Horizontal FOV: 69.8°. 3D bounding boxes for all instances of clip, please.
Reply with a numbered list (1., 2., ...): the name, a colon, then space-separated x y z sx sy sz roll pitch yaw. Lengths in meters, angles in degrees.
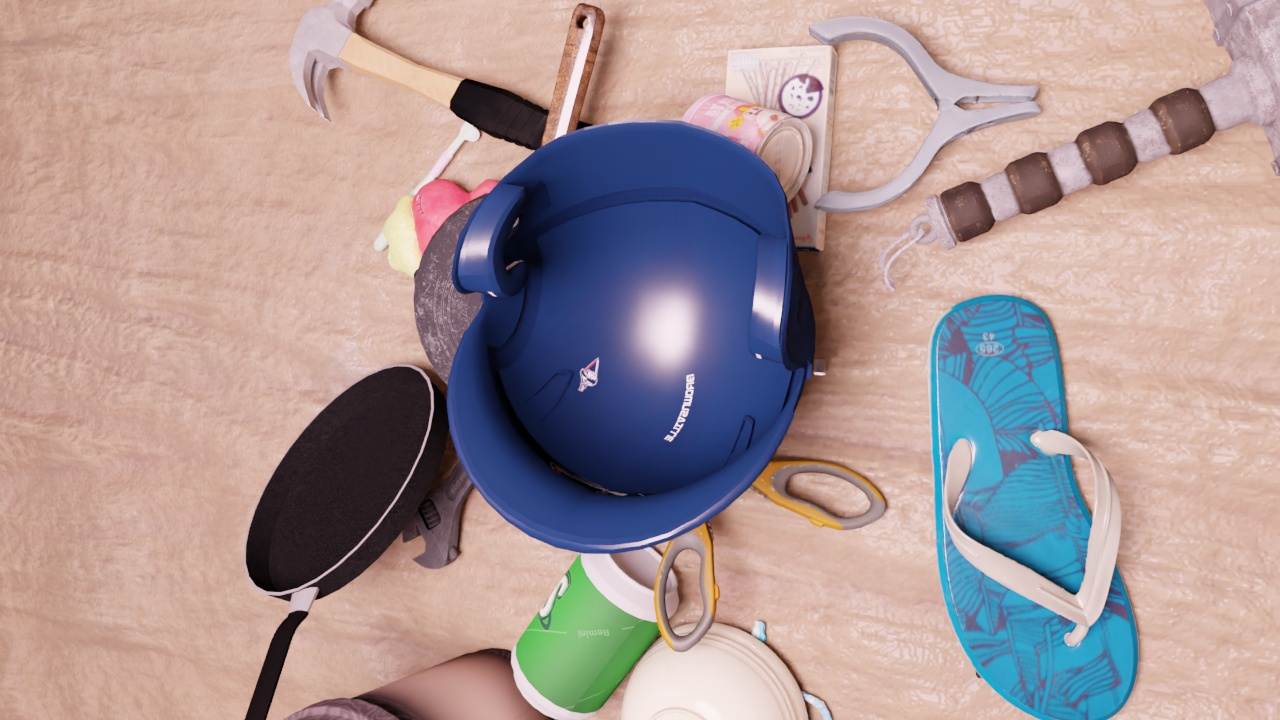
1. clip: 0.170 -0.180 0.646 0.165 0.032 0.165 -45 83 12

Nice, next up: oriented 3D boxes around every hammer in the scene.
1. hammer: -0.169 -0.235 0.802 0.328 0.039 0.131 26 86 18
2. hammer: 0.301 -0.135 0.576 0.327 0.079 0.177 -22 82 24

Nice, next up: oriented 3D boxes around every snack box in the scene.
1. snack box: 0.102 -0.159 0.696 0.082 0.026 0.150 4 93 24

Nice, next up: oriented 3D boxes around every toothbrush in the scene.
1. toothbrush: -0.199 -0.157 0.841 0.155 0.015 0.022 -46 71 20
2. toothbrush: 0.119 0.004 0.610 0.010 0.181 0.010 1 90 11

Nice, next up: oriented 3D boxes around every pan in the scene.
1. pan: -0.085 -0.110 0.742 0.208 0.040 0.357 19 110 13
2. pan: -0.258 0.151 0.751 0.226 0.034 0.355 -24 41 27

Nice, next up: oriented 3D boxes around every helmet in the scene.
1. helmet: -0.004 0.004 0.618 0.232 0.223 0.271 14 58 16

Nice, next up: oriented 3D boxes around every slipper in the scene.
1. slipper: 0.253 0.100 0.608 0.118 0.060 0.294 -10 86 15

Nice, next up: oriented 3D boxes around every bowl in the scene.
1. bowl: 0.046 0.284 0.698 0.151 0.075 0.151 1 93 25

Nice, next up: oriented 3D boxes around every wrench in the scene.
1. wrench: -0.144 0.088 0.792 0.073 0.018 0.274 46 122 17

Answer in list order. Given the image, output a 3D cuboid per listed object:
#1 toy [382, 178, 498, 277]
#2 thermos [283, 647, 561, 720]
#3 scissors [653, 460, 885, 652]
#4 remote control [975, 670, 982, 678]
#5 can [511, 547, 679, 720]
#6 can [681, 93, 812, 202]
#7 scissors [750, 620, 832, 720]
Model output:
1. toy: -0.170 -0.116 0.812 0.135 0.045 0.091 -11 91 23
2. thermos: -0.171 0.326 0.726 0.173 0.225 0.172 1 92 25
3. scissors: 0.063 0.112 0.694 0.225 0.016 0.229 17 74 16
4. remote control: 0.246 0.155 0.648 0.030 0.009 0.140 -6 89 25
5. can: -0.037 0.214 0.738 0.088 0.087 0.140 40 107 19
6. can: 0.071 -0.148 0.650 0.076 0.067 0.067 30 104 37
7. scissors: 0.081 0.273 0.728 0.134 0.011 0.140 32 105 18
